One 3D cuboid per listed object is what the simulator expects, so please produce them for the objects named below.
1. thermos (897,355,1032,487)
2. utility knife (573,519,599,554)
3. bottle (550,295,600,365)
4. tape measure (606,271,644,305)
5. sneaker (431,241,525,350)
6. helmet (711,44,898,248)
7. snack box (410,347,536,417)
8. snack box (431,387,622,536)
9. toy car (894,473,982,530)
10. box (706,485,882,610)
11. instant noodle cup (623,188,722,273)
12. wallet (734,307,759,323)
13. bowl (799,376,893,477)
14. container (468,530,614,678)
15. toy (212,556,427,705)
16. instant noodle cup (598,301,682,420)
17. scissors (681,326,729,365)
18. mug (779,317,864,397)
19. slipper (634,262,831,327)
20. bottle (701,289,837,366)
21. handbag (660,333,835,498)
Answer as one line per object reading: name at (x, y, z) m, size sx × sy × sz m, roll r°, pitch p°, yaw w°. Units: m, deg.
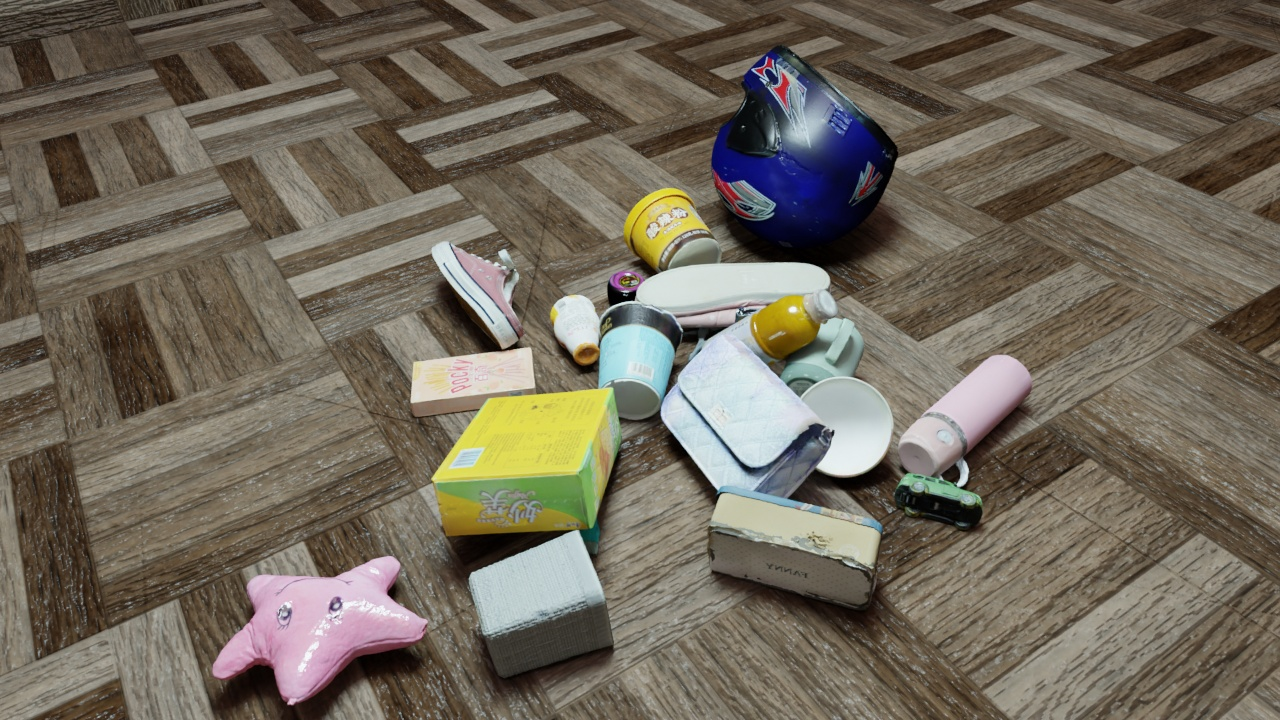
thermos at (0.384, 0.073, 1.069) m, size 0.198 × 0.067 × 0.087 m, roll -33°, pitch 78°, yaw -32°
utility knife at (-0.060, 0.136, 1.054) m, size 0.029 × 0.013 × 0.216 m, roll -4°, pitch 42°, yaw 2°
bottle at (-0.083, -0.039, 1.229) m, size 0.063 × 0.063 × 0.108 m, roll -11°, pitch 40°, yaw -10°
tape measure at (-0.019, -0.099, 1.319) m, size 0.056 × 0.039 × 0.058 m, roll -32°, pitch 53°, yaw -31°
sneaker at (-0.213, -0.106, 1.283) m, size 0.087 × 0.118 × 0.241 m, roll -35°, pitch 46°, yaw -12°
helmet at (0.225, -0.309, 1.398) m, size 0.241 × 0.247 × 0.315 m, roll -46°, pitch 46°, yaw 17°
snack box at (-0.215, 0.027, 1.186) m, size 0.157 × 0.026 × 0.084 m, roll -7°, pitch 39°, yaw -6°
snack box at (-0.113, 0.105, 0.991) m, size 0.158 × 0.070 × 0.209 m, roll -5°, pitch 20°, yaw 10°
toy car at (0.322, 0.150, 0.989) m, size 0.091 × 0.043 × 0.036 m, roll 16°, pitch 42°, yaw 21°
box at (0.146, 0.186, 0.921) m, size 0.184 × 0.090 × 0.060 m, roll 14°, pitch 49°, yaw 18°
instant noodle cup at (0.052, -0.173, 1.351) m, size 0.118 × 0.119 × 0.114 m, roll -19°, pitch 50°, yaw -19°
wallet at (0.181, -0.041, 1.191) m, size 0.121 × 0.097 × 0.019 m, roll -2°, pitch 64°, yaw 1°
bowl at (0.228, 0.076, 1.055) m, size 0.113 × 0.113 × 0.062 m, roll 1°, pitch -3°, yaw 4°
container at (-0.096, 0.235, 0.878) m, size 0.114 × 0.090 × 0.090 m, roll -17°, pitch 41°, yaw -12°
toy at (-0.299, 0.256, 0.870) m, size 0.194 × 0.075 × 0.178 m, roll -6°, pitch 31°, yaw -3°
instant noodle cup at (-0.007, 0.007, 1.147) m, size 0.111 × 0.111 × 0.120 m, roll 3°, pitch 48°, yaw 7°
scissors at (0.081, -0.039, 1.263) m, size 0.159 × 0.014 × 0.180 m, roll 5°, pitch 37°, yaw 6°
mug at (0.227, 0.002, 1.123) m, size 0.082 × 0.112 × 0.106 m, roll 31°, pitch 48°, yaw 5°
slipper at (0.129, -0.088, 1.274) m, size 0.274 × 0.054 × 0.114 m, roll -7°, pitch 36°, yaw -6°
bottle at (0.156, -0.030, 1.121) m, size 0.190 × 0.068 × 0.067 m, roll -31°, pitch 18°, yaw 42°
handbag at (0.113, 0.070, 1.032) m, size 0.134 × 0.075 × 0.194 m, roll -48°, pitch 45°, yaw 7°
